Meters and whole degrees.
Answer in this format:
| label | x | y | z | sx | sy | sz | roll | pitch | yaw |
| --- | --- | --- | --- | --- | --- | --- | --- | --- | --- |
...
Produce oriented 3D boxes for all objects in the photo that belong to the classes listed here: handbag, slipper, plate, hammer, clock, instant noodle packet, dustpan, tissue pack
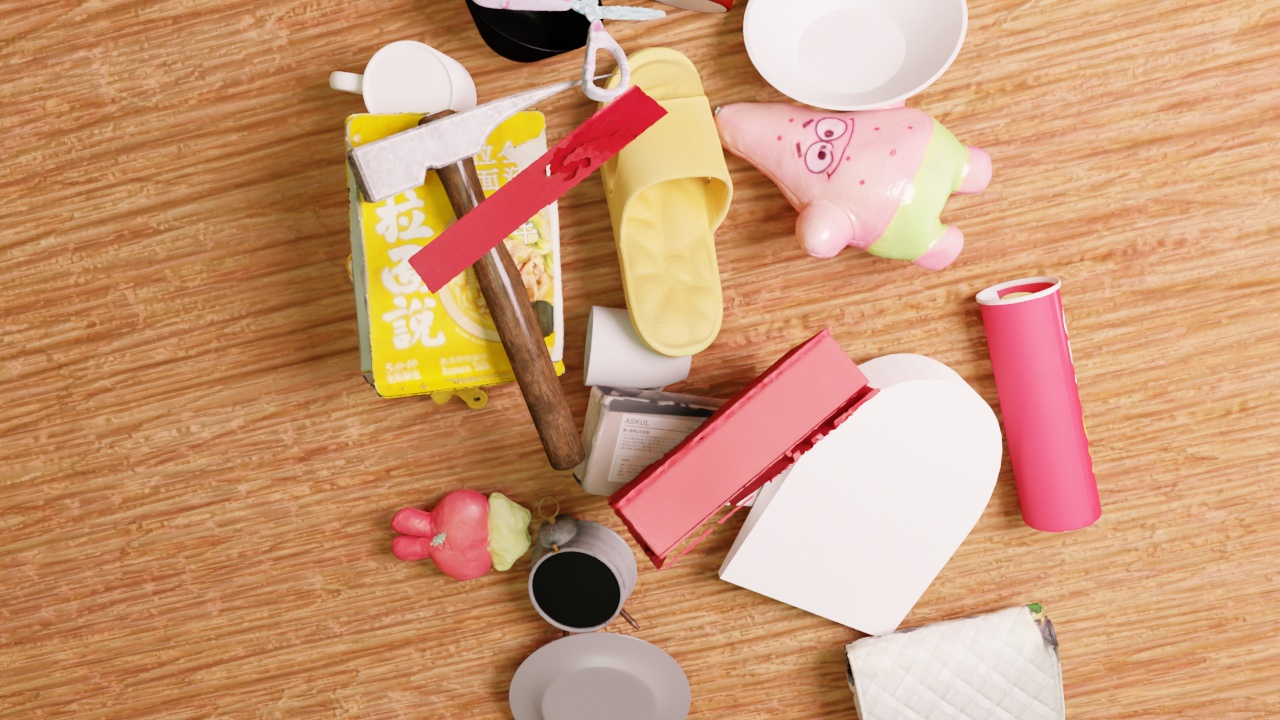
| label | x | y | z | sx | sy | sz | roll | pitch | yaw |
| --- | --- | --- | --- | --- | --- | --- | --- | --- | --- |
| handbag | 0.298 | 0.308 | 0.879 | 0.195 | 0.072 | 0.139 | -13 | 112 | 4 |
| slipper | 0.023 | -0.134 | 0.756 | 0.099 | 0.078 | 0.263 | -6 | 91 | -15 |
| plate | 0.173 | -0.266 | 0.750 | 0.174 | 0.036 | 0.173 | -4 | 68 | 9 |
| hammer | -0.073 | -0.064 | 0.738 | 0.217 | 0.037 | 0.301 | -26 | 108 | -21 |
| clock | -0.062 | 0.194 | 0.870 | 0.104 | 0.056 | 0.148 | -18 | 106 | 14 |
| instant noodle packet | -0.150 | -0.090 | 0.751 | 0.162 | 0.084 | 0.222 | -8 | 112 | -24 |
| plate | -0.040 | 0.336 | 0.898 | 0.178 | 0.012 | 0.179 | 0 | 119 | 0 |
| dustpan | 0.214 | 0.119 | 0.849 | 0.191 | 0.053 | 0.258 | 24 | 110 | -17 |
| tissue pack | 0.030 | 0.079 | 0.825 | 0.181 | 0.071 | 0.104 | 5 | 106 | -27 |

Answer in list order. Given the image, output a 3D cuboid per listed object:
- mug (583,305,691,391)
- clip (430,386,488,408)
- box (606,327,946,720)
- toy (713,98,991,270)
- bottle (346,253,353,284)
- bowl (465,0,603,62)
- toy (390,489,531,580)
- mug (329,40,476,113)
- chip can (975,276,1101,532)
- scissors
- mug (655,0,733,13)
| label | x | y | z | sx | sy | sz | roll | pitch | yaw |
| --- | --- | --- | --- | --- | --- | --- | --- | --- | --- |
| mug | -0.005 | 0.005 | 0.829 | 0.089 | 0.071 | 0.107 | 6 | 130 | -7 |
| clip | -0.164 | 0.023 | 0.852 | 0.054 | 0.046 | 0.048 | -41 | 65 | 8 |
| box | 0.128 | 0.151 | 0.785 | 0.212 | 0.148 | 0.374 | -38 | 122 | -7 |
| toy | 0.172 | -0.166 | 0.769 | 0.237 | 0.097 | 0.191 | 22 | 76 | 5 |
| bottle | -0.208 | -0.105 | 0.802 | 0.063 | 0.063 | 0.108 | 33 | 101 | -6 |
| bowl | -0.097 | -0.285 | 0.754 | 0.124 | 0.123 | 0.053 | 35 | 144 | -7 |
| toy | -0.170 | 0.165 | 0.871 | 0.135 | 0.045 | 0.092 | -4 | 105 | -3 |
| mug | -0.199 | -0.224 | 0.761 | 0.110 | 0.090 | 0.074 | 8 | 102 | -1 |
| chip can | 0.359 | 0.041 | 0.823 | 0.069 | 0.069 | 0.220 | -15 | 102 | 4 |
| scissors | -0.047 | -0.265 | 0.724 | 0.170 | 0.013 | 0.175 | -7 | 62 | -31 |
| mug | 0.062 | -0.330 | 0.743 | 0.105 | 0.073 | 0.082 | 10 | 102 | -3 |
